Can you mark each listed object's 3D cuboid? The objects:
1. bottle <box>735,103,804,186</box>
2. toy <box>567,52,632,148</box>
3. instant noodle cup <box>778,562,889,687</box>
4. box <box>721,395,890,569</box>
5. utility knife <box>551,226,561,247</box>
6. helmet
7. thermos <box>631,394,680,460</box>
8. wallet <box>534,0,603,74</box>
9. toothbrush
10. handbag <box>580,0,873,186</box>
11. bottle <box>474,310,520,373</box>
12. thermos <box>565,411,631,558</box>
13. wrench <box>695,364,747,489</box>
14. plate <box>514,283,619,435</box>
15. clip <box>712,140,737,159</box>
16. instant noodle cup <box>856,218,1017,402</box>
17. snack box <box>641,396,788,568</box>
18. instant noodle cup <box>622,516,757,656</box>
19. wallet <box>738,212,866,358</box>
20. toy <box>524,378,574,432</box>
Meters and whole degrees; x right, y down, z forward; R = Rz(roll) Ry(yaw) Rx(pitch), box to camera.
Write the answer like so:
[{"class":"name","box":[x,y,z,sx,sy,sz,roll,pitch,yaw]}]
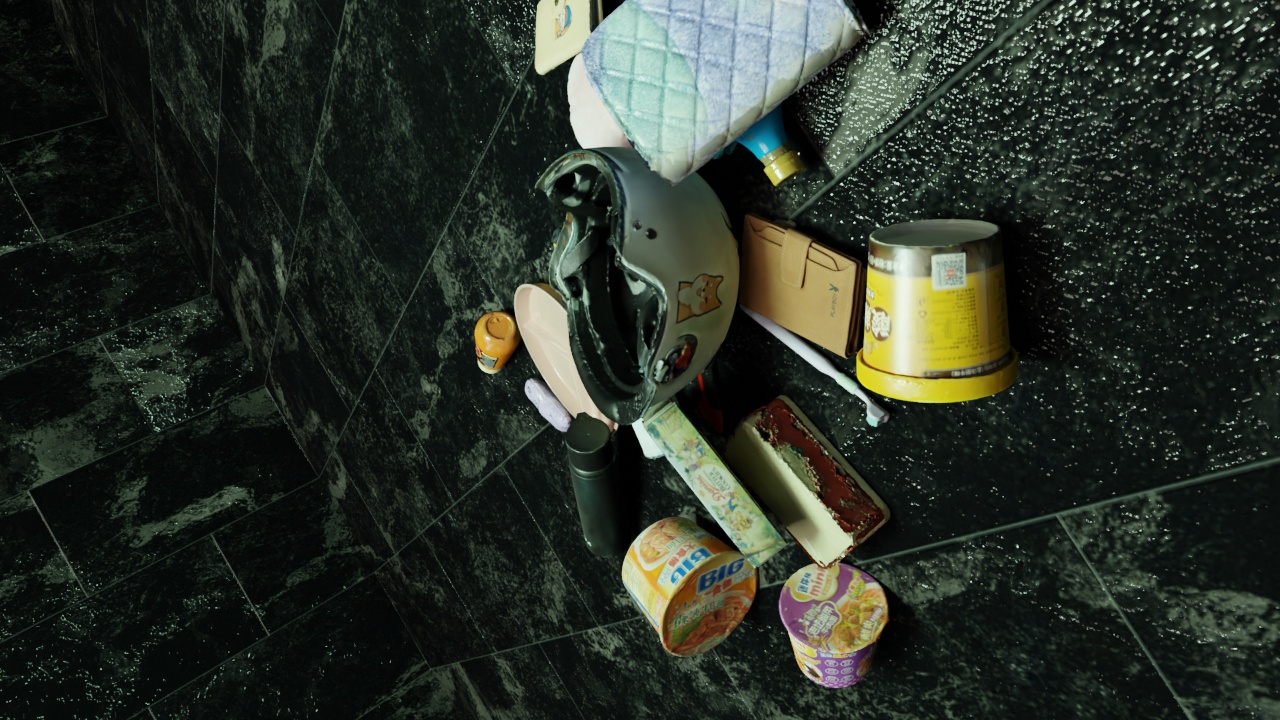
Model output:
[{"class":"bottle","box":[0.071,-0.249,0.781,0.218,0.065,0.065,59,148,3]},{"class":"toy","box":[-0.019,-0.252,0.913,0.159,0.054,0.121,24,129,50]},{"class":"instant noodle cup","box":[0.206,0.290,0.983,0.111,0.111,0.099,31,145,39]},{"class":"box","box":[0.161,0.127,0.940,0.168,0.075,0.092,49,147,18]},{"class":"utility knife","box":[-0.070,-0.082,1.156,0.033,0.015,0.181,-13,104,60]},{"class":"helmet","box":[0.012,-0.084,0.904,0.230,0.156,0.274,43,147,51]},{"class":"thermos","box":[-0.006,0.006,1.092,0.070,0.070,0.220,-8,107,56]},{"class":"wallet","box":[-0.075,-0.348,0.927,0.115,0.024,0.087,-3,87,58]},{"class":"toothbrush","box":[0.164,-0.002,0.890,0.189,0.029,0.021,44,104,28]},{"class":"handbag","box":[0.060,-0.245,0.711,0.194,0.075,0.134,-35,86,22]},{"class":"bottle","box":[-0.220,-0.019,1.381,0.066,0.066,0.150,54,154,11]},{"class":"thermos","box":[-0.058,0.169,1.265,0.243,0.068,0.089,84,175,-45]},{"class":"wrench","box":[0.079,0.038,1.041,0.056,0.016,0.274,14,126,45]},{"class":"plate","box":[-0.091,-0.003,1.208,0.229,0.028,0.230,45,155,28]},{"class":"clip","box":[0.083,-0.208,0.840,0.014,0.047,0.057,52,141,19]},{"class":"instant noodle cup","box":[0.222,-0.042,0.693,0.119,0.118,0.114,17,120,48]},{"class":"snack box","box":[0.072,0.122,0.977,0.182,0.046,0.178,52,179,0]},{"class":"instant noodle cup","box":[0.055,0.275,1.149,0.111,0.151,0.151,36,141,47]},{"class":"wallet","box":[0.147,-0.071,0.849,0.132,0.031,0.108,32,140,36]},{"class":"toy","box":[-0.129,0.067,1.337,0.108,0.039,0.084,43,166,24]}]
